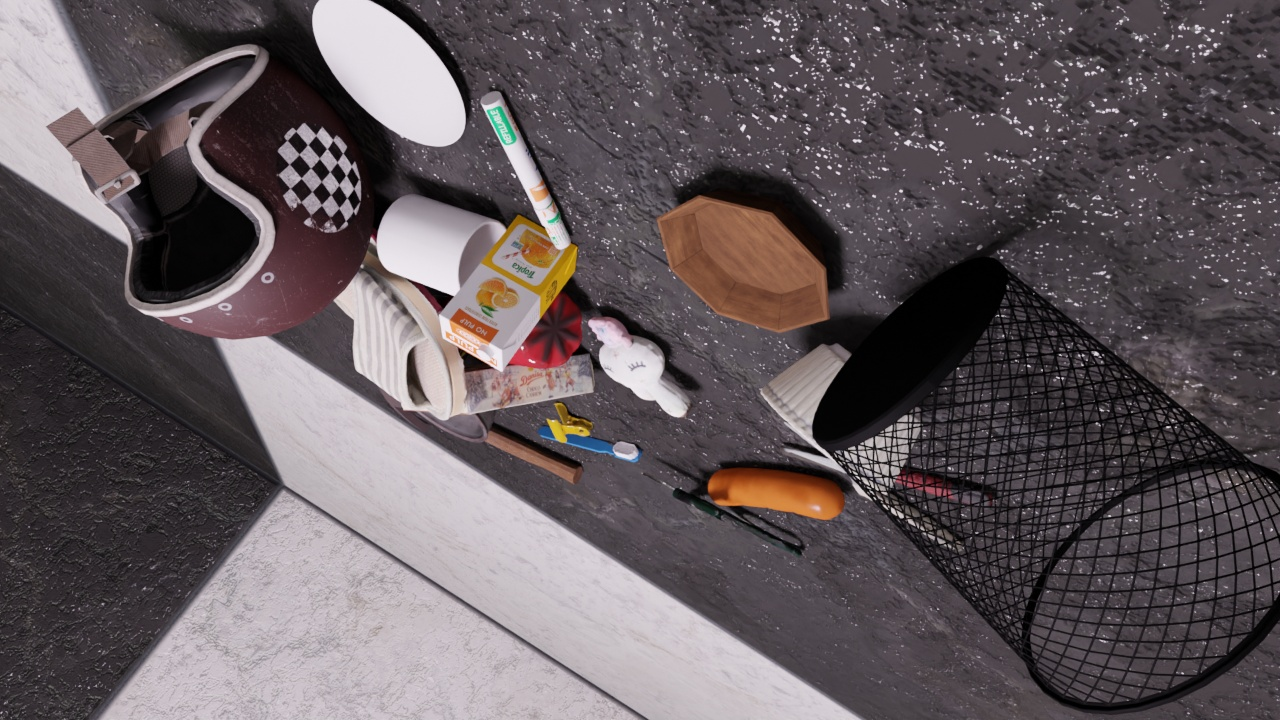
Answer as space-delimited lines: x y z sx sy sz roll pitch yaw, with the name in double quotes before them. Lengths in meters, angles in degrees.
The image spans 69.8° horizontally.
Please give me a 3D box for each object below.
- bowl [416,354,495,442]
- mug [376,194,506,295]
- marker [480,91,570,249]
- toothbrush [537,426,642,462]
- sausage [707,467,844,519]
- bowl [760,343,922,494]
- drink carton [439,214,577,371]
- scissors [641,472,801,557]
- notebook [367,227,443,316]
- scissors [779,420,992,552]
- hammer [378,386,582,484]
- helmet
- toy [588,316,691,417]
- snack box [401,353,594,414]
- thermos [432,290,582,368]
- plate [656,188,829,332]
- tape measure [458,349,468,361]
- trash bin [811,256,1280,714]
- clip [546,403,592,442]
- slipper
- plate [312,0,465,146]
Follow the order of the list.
"bowl" -0.227 0.028 1.099 0.145 0.067 0.145 26 154 14
"mug" -0.165 -0.096 0.823 0.090 0.073 0.110 21 178 24
"marker" -0.085 -0.141 0.701 0.017 0.017 0.145 16 149 31
"toothbrush" -0.065 0.096 1.095 0.167 0.016 0.014 10 146 40
"sausage" 0.129 0.129 0.906 0.165 0.039 0.044 -2 135 50
"bowl" 0.150 0.035 0.656 0.115 0.062 0.115 37 -171 -7
"drink carton" -0.109 -0.054 0.759 0.058 0.122 0.040 29 154 7
"scissors" 0.089 0.167 0.988 0.202 0.015 0.205 25 175 6
"notebook" -0.267 -0.095 0.923 0.208 0.012 0.153 49 156 8
"scissors" 0.220 0.113 0.805 0.199 0.015 0.179 -1 139 50
"hammer" -0.222 0.094 1.254 0.323 0.033 0.115 22 151 20
"helmet" -0.340 -0.138 0.746 0.234 0.233 0.254 4 138 35
"toy" -0.005 0.005 0.844 0.079 0.038 0.122 6 142 55
"snack box" -0.146 0.023 0.928 0.143 0.146 0.041 -3 94 51
"thermos" -0.150 -0.038 0.891 0.240 0.073 0.073 8 146 51
"plate" 0.075 -0.072 0.632 0.131 0.025 0.131 26 154 14
"tape measure" -0.218 -0.019 1.012 0.061 0.061 0.034 38 158 -12
"trash bin" 0.227 0.062 0.538 0.210 0.183 0.184 42 154 -5
"clip" -0.082 0.073 1.073 0.054 0.048 0.046 74 174 -53
"slipper" -0.251 -0.039 0.869 0.272 0.053 0.115 42 135 34
"plate" -0.185 -0.217 0.687 0.134 0.011 0.135 26 154 14
